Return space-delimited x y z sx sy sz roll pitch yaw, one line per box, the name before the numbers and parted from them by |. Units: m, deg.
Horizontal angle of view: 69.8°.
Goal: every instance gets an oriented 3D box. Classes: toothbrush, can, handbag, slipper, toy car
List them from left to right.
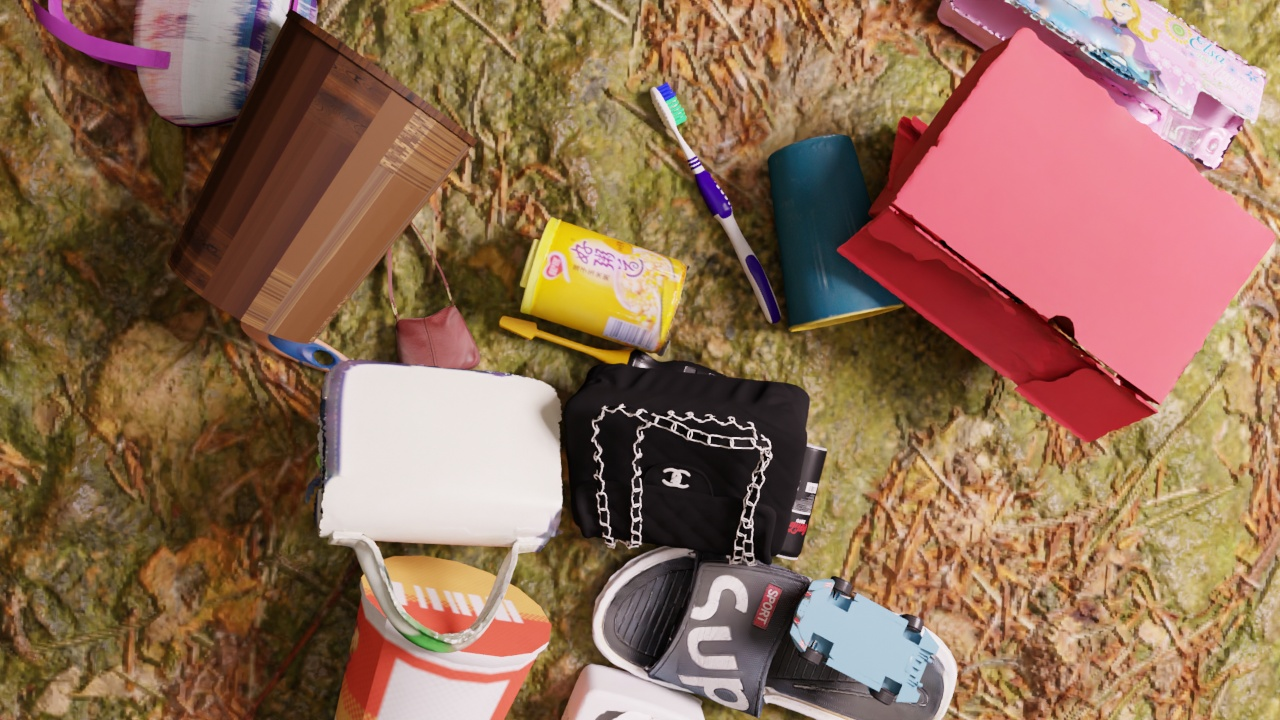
handbag | -0.309 -0.228 0.600 0.170 0.068 0.144 11 91 2
toothbrush | -0.211 0.002 0.632 0.135 0.017 0.021 25 85 -2
handbag | -0.151 -0.046 0.630 0.055 0.029 0.119 -16 87 -6
handbag | -0.126 0.094 0.566 0.151 0.074 0.175 6 56 -23
can | -0.025 -0.049 0.617 0.105 0.067 0.067 18 90 -5
toothbrush | -0.004 0.004 0.639 0.196 0.031 0.031 19 75 -2
handbag | 0.027 0.078 0.586 0.154 0.114 0.125 5 112 7
toothbrush | 0.055 -0.110 0.647 0.016 0.015 0.186 -29 94 -8
slipper | 0.099 0.200 0.636 0.264 0.063 0.111 21 89 -7
can | 0.107 0.097 0.647 0.031 0.031 0.080 15 90 -5
toy car | 0.142 0.183 0.606 0.107 0.027 0.060 30 78 -14

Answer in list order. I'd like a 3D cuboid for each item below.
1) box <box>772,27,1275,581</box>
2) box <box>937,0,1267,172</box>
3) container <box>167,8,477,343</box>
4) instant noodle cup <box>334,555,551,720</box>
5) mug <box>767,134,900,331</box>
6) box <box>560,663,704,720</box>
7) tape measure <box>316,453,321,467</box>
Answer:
box | 0.185 0.009 0.633 0.213 0.127 0.427 35 121 -7
box | 0.330 -0.224 0.641 0.230 0.063 0.084 30 89 -4
container | -0.205 -0.107 0.578 0.132 0.132 0.167 34 94 -4
instant noodle cup | -0.137 0.211 0.594 0.123 0.123 0.121 20 97 -5
mug | 0.128 -0.087 0.627 0.078 0.078 0.121 -12 87 -4
box | -0.008 0.279 0.610 0.102 0.102 0.108 20 92 -3
tape measure | -0.184 0.069 0.623 0.058 0.036 0.065 41 88 -5
